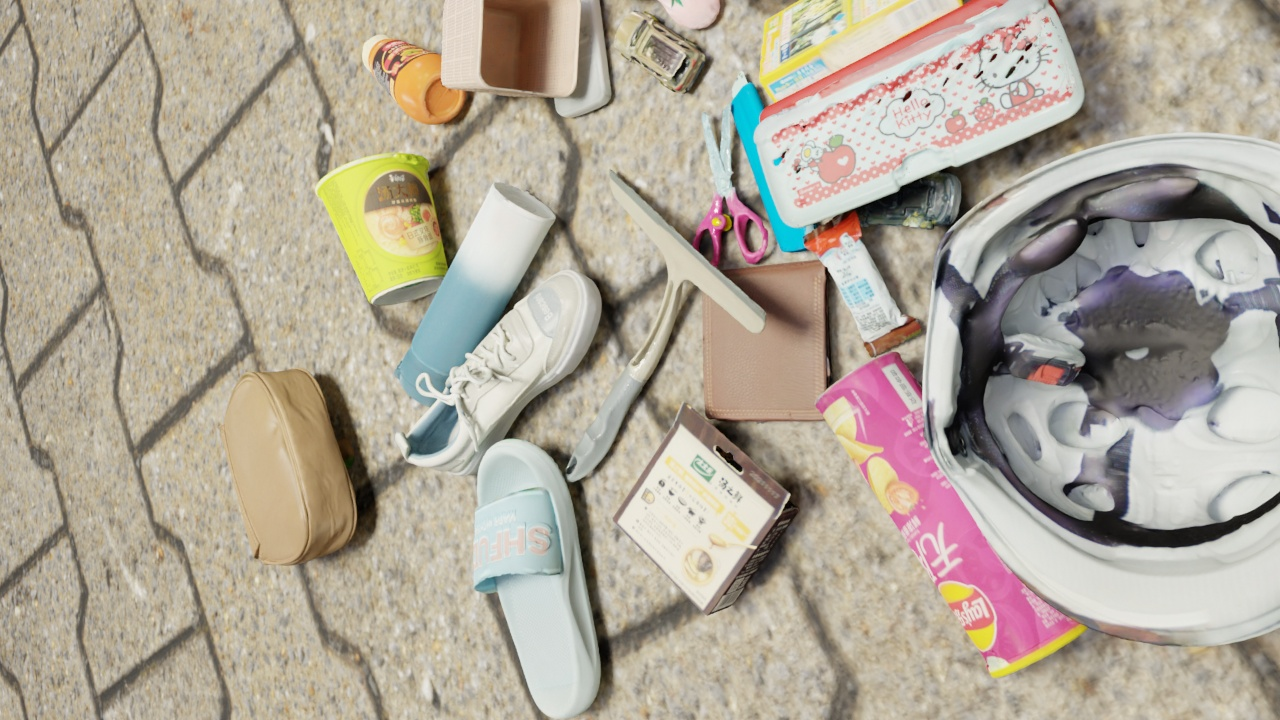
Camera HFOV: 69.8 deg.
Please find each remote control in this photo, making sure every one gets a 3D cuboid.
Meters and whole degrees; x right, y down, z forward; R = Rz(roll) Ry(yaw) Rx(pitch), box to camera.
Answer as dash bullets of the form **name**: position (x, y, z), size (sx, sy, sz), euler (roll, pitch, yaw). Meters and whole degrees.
- **remote control**: position (-0.057, -0.286, 0.816), size (0.056, 0.020, 0.136), euler (-11, 83, 32)

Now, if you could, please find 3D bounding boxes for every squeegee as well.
- **squeegee**: position (-0.005, 0.004, 0.765), size (0.246, 0.039, 0.247), euler (50, 123, 45)

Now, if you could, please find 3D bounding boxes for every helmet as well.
- **helmet**: position (0.285, 0.010, 0.515), size (0.230, 0.145, 0.258), euler (-13, 90, 33)

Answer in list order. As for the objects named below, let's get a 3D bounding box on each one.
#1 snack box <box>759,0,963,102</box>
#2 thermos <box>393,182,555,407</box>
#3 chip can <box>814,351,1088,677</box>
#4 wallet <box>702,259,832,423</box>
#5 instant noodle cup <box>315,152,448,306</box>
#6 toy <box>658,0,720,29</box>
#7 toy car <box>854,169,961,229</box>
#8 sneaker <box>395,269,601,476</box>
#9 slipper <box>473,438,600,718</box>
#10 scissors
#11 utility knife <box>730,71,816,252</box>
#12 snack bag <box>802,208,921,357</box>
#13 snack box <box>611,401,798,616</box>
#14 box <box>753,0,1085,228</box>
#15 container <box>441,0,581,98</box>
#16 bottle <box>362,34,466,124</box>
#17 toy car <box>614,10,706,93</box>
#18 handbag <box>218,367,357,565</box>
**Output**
- **snack box**: position (0.152, -0.242, 0.646), size (0.141, 0.034, 0.086), euler (-20, 40, 29)
- **thermos**: position (-0.156, -0.055, 0.852), size (0.070, 0.070, 0.221), euler (41, 111, 27)
- **chip can**: position (0.202, 0.097, 0.611), size (0.072, 0.071, 0.210), euler (-41, 68, 26)
- **wallet**: position (0.099, -0.013, 0.706), size (0.101, 0.032, 0.124), euler (-2, 88, 30)
- **instant noodle cup**: position (-0.240, -0.122, 0.889), size (0.112, 0.111, 0.123), euler (-22, 86, 31)
- **toy**: position (0.017, -0.347, 0.753), size (0.159, 0.054, 0.121), euler (41, 110, 18)
- **toy car**: position (0.183, -0.114, 0.649), size (0.091, 0.034, 0.043), euler (10, 98, 47)
- **sneaker**: position (-0.134, 0.009, 0.811), size (0.243, 0.090, 0.089), euler (-50, 52, 24)
- **slipper**: position (-0.102, 0.191, 0.798), size (0.104, 0.074, 0.245), euler (-22, 80, 43)
- **scissors**: position (0.074, -0.138, 0.725), size (0.084, 0.017, 0.138), euler (9, 98, 40)
- **utility knife**: position (0.100, -0.154, 0.713), size (0.034, 0.018, 0.159), euler (-32, 71, 43)
- **snack bag**: position (0.158, -0.056, 0.659), size (0.048, 0.026, 0.104), euler (-32, 92, 35)
- **snack box**: position (0.052, 0.114, 0.718), size (0.113, 0.053, 0.126), euler (41, 110, 27)
- **box**: position (0.182, -0.158, 0.610), size (0.202, 0.095, 0.101), euler (-21, 73, 29)
- **container**: position (-0.118, -0.276, 0.796), size (0.111, 0.090, 0.090), euler (21, 110, 56)
- **bottle**: position (-0.234, -0.287, 0.911), size (0.149, 0.066, 0.067), euler (39, 109, 35)
- **toy car**: position (0.013, -0.259, 0.762), size (0.090, 0.035, 0.042), euler (44, 110, 28)
- **handbag**: position (-0.370, 0.114, 0.971), size (0.148, 0.099, 0.204), euler (-31, 73, 37)
